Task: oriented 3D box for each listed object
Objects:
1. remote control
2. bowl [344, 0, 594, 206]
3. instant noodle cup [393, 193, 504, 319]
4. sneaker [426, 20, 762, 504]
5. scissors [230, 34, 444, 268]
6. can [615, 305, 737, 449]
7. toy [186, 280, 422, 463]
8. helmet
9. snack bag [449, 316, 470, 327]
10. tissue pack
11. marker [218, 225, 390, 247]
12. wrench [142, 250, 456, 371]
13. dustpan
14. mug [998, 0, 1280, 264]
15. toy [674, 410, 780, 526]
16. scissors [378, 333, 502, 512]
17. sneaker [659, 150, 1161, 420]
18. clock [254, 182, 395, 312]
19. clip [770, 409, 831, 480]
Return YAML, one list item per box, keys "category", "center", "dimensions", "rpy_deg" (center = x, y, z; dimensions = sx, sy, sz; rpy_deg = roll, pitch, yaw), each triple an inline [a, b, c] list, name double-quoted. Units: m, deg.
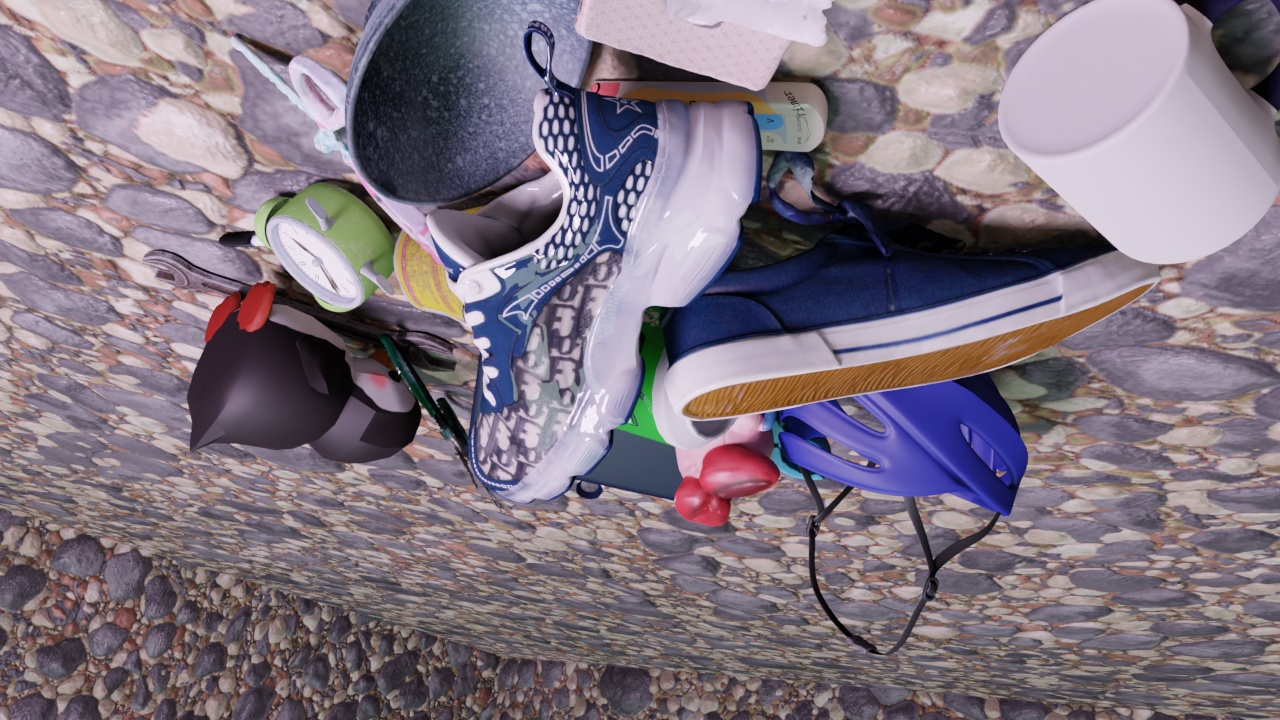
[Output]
- category: "remote control"
  center: [0.034, -0.129, 0.480]
  dimensions: [0.126, 0.018, 0.038]
  rpy_deg: [5, 155, 15]
- category: "bowl"
  center: [-0.090, -0.143, 0.425]
  dimensions: [0.057, 0.137, 0.137]
  rpy_deg: [46, 164, 20]
- category: "instant noodle cup"
  center: [-0.095, -0.062, 0.594]
  dimensions: [0.113, 0.100, 0.100]
  rpy_deg: [3, 156, 35]
- category: "sneaker"
  center: [-0.054, -0.035, 0.480]
  dimensions: [0.132, 0.103, 0.270]
  rpy_deg: [19, 126, -19]
- category: "scissors"
  center: [-0.157, -0.116, 0.495]
  dimensions: [0.170, 0.013, 0.177]
  rpy_deg: [47, 167, -10]
- category: "can"
  center: [-0.004, 0.004, 0.618]
  dimensions: [0.140, 0.087, 0.088]
  rpy_deg: [14, 162, 38]
- category: "toy"
  center: [-0.277, 0.038, 0.783]
  dimensions: [0.159, 0.140, 0.184]
  rpy_deg: [-8, 151, 45]
- category: "helmet"
  center: [0.168, 0.090, 0.657]
  dimensions: [0.241, 0.227, 0.148]
  rpy_deg: [27, 178, -30]
- category: "snack bag"
  center: [-0.111, -0.030, 0.753]
  dimensions: [0.157, 0.013, 0.057]
  rpy_deg: [28, 152, -33]
- category: "tissue pack"
  center: [0.042, -0.172, 0.331]
  dimensions: [0.104, 0.071, 0.182]
  rpy_deg: [16, 151, -10]
- category: "marker"
  center: [-0.251, -0.092, 0.679]
  dimensions: [0.152, 0.011, 0.011]
  rpy_deg: [0, 154, 20]
- category: "wrench"
  center: [-0.291, -0.040, 0.807]
  dimensions: [0.273, 0.010, 0.070]
  rpy_deg: [19, 154, -19]
- category: "dustpan"
  center: [-0.027, 0.059, 0.815]
  dimensions: [0.236, 0.080, 0.274]
  rpy_deg: [13, 130, -4]
- category: "mug"
  center: [0.229, -0.109, 0.393]
  dimensions: [0.096, 0.078, 0.112]
  rpy_deg: [27, 123, -32]
- category: "toy"
  center: [0.048, 0.038, 0.658]
  dimensions: [0.096, 0.131, 0.124]
  rpy_deg: [10, 148, -15]
- category: "scissors"
  center: [-0.185, 0.051, 0.857]
  dimensions: [0.202, 0.015, 0.205]
  rpy_deg: [62, 171, -17]
- category: "sneaker"
  center: [0.150, -0.053, 0.533]
  dimensions: [0.294, 0.127, 0.121]
  rpy_deg: [-9, 161, -6]
- category: "clock"
  center: [-0.214, -0.076, 0.630]
  dimensions: [0.120, 0.042, 0.094]
  rpy_deg: [-6, 129, 46]
- category: "clip"
  center: [0.109, 0.055, 0.728]
  dimensions: [0.116, 0.026, 0.098]
  rpy_deg: [29, 129, -17]
